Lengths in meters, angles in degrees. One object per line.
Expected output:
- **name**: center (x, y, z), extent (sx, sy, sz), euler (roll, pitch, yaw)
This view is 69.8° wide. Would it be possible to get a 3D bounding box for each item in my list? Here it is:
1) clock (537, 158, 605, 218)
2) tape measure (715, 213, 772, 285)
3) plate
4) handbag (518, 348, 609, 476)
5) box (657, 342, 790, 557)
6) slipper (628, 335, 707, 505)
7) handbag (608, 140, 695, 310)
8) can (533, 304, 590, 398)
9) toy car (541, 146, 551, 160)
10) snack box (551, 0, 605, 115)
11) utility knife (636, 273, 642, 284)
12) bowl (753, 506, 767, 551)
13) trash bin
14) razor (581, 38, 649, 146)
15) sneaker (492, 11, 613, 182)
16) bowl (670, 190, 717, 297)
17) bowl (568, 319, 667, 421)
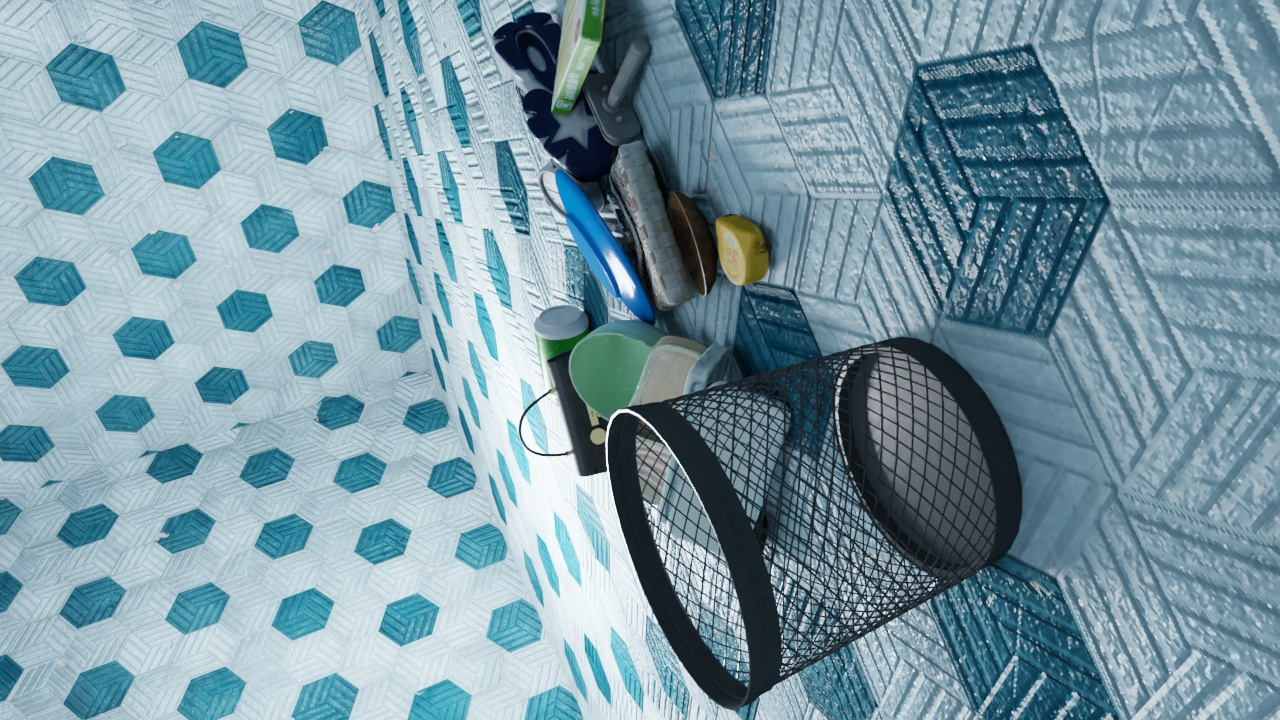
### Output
- **clock**: center (-0.096, -0.223, 1.234), extent (0.094, 0.035, 0.123), euler (40, 157, 7)
- **tape measure**: center (0.098, -0.101, 0.864), extent (0.068, 0.030, 0.059), euler (-134, 32, -57)
- **plate**: center (-0.053, -0.133, 1.137), extent (0.224, 0.024, 0.224), euler (56, 174, 8)
- **handbag**: center (-0.073, 0.069, 1.246), extent (0.072, 0.195, 0.176), euler (-165, 59, -68)
- **box**: center (0.090, 0.098, 0.999), extent (0.129, 0.104, 0.211), euler (23, 121, 12)
- **slipper**: center (0.030, 0.086, 1.099), extent (0.052, 0.115, 0.264), euler (-61, -12, -50)
- **handbag**: center (0.007, -0.145, 1.032), extent (0.124, 0.047, 0.186), euler (-177, 68, -82)
- **can**: center (-0.120, -0.012, 1.475), extent (0.088, 0.087, 0.140), euler (-133, 31, -52)
- **toy car**: center (-0.101, -0.277, 1.245), extent (0.113, 0.039, 0.039), euler (46, 150, 46)
- **snack box**: center (-0.066, -0.367, 1.009), extent (0.168, 0.027, 0.131), euler (144, 134, -71)
- **utility knife**: center (-0.040, -0.131, 1.255), extent (0.220, 0.015, 0.031), euler (32, 142, 60)
- **bowl**: center (0.117, 0.180, 1.068), extent (0.119, 0.032, 0.119), euler (162, 90, -71)
- **trash bin**: center (0.123, 0.105, 0.677), extent (0.218, 0.227, 0.217), euler (162, 90, -72)
- **razor**: center (-0.018, -0.304, 0.998), extent (0.088, 0.047, 0.116), euler (67, 153, 14)
- **sneaker**: center (-0.099, -0.310, 1.164), extent (0.132, 0.103, 0.269), euler (75, 169, -62)
- **bowl**: center (0.060, -0.123, 0.949), extent (0.102, 0.026, 0.114), euler (92, 160, -78)
- **bowl**: center (-0.007, 0.007, 1.142), extent (0.151, 0.076, 0.151), euler (14, 132, 16)
